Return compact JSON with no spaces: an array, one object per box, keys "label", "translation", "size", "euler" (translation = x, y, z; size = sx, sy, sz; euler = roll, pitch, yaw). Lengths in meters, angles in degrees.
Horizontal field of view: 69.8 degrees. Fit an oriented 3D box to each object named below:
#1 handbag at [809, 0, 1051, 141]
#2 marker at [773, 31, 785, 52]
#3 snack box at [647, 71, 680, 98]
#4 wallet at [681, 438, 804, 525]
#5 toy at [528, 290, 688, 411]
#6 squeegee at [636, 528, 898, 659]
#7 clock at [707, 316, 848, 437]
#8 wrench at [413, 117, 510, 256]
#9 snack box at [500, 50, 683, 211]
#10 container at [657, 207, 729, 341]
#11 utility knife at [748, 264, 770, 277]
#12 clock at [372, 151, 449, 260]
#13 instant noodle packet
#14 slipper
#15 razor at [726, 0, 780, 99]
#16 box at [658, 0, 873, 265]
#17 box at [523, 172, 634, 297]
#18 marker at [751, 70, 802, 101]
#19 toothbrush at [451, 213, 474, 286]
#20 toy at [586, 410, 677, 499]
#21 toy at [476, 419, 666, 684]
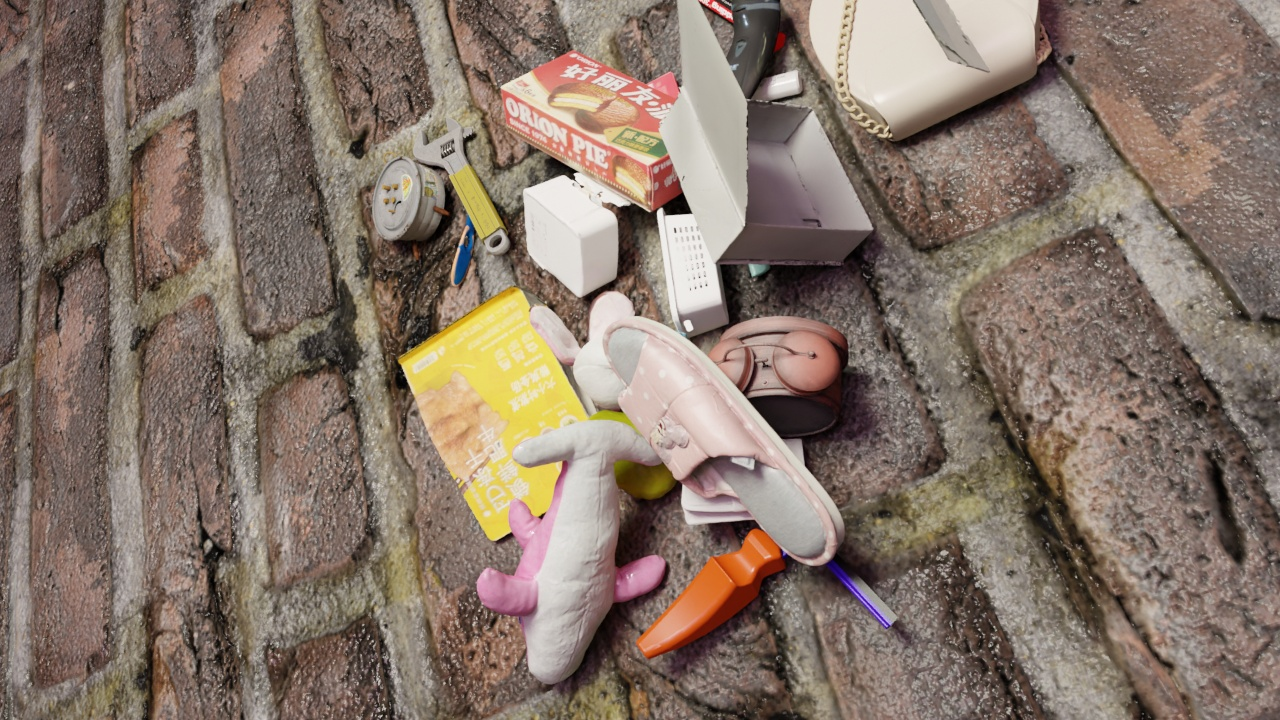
[{"label":"handbag","translation":[0.277,-0.339,0.905],"size":[0.211,0.103,0.208],"euler":[-23,67,18]},{"label":"marker","translation":[0.108,-0.395,1.053],"size":[0.023,0.021,0.145],"euler":[-50,58,9]},{"label":"snack box","translation":[0.017,-0.256,1.043],"size":[0.089,0.021,0.132],"euler":[-24,63,16]},{"label":"wallet","translation":[0.094,0.106,0.841],"size":[0.116,0.032,0.086],"euler":[-9,48,7]},{"label":"toy","translation":[-0.005,0.005,0.914],"size":[0.206,0.130,0.106],"euler":[22,120,41]},{"label":"squeegee","translation":[0.075,0.203,0.822],"size":[0.184,0.055,0.249],"euler":[-37,49,-7]},{"label":"clock","translation":[0.121,0.013,0.815],"size":[0.121,0.157,0.072],"euler":[-6,63,23]},{"label":"wrench","translation":[-0.216,-0.215,1.125],"size":[0.084,0.018,0.273],"euler":[-36,53,8]},{"label":"snack box","translation":[-0.032,-0.252,0.989],"size":[0.113,0.060,0.236],"euler":[-36,54,-28]},{"label":"container","translation":[0.055,-0.088,0.932],"size":[0.049,0.081,0.129],"euler":[-11,66,9]},{"label":"utility knife","translation":[0.106,-0.145,0.953],"size":[0.022,0.015,0.128],"euler":[-12,72,-14]},{"label":"clock","translation":[-0.293,-0.207,1.138],"size":[0.104,0.056,0.147],"euler":[-47,55,30]},{"label":"instant noodle packet","translation":[-0.137,0.058,0.976],"size":[0.163,0.084,0.221],"euler":[-31,72,11]},{"label":"slipper","translation":[0.057,0.070,0.775],"size":[0.054,0.114,0.274],"euler":[-35,71,-33]},{"label":"razor","translation":[0.112,-0.336,0.980],"size":[0.053,0.063,0.140],"euler":[0,68,42]},{"label":"box","translation":[0.080,-0.203,0.788],"size":[0.150,0.368,0.166],"euler":[-27,65,14]},{"label":"box","translation":[-0.045,-0.163,1.003],"size":[0.136,0.124,0.109],"euler":[-30,54,-29]},{"label":"marker","translation":[0.114,-0.292,1.009],"size":[0.126,0.025,0.025],"euler":[-8,68,23]},{"label":"toothbrush","translation":[-0.210,-0.152,1.113],"size":[0.017,0.021,0.134],"euler":[-9,64,39]},{"label":"toy","translation":[-0.008,0.084,0.899],"size":[0.110,0.051,0.090],"euler":[20,85,5]},{"label":"toy","translation":[-0.077,0.170,0.859],"size":[0.128,0.186,0.266],"euler":[34,117,52]}]
